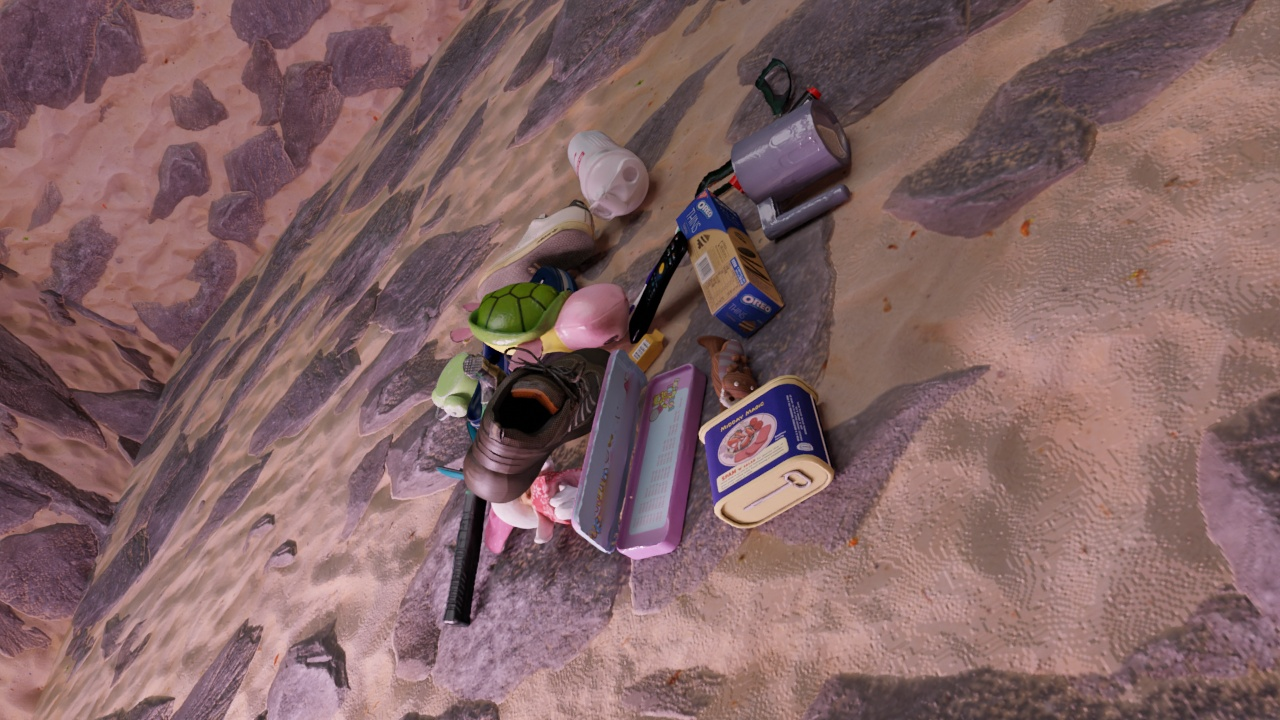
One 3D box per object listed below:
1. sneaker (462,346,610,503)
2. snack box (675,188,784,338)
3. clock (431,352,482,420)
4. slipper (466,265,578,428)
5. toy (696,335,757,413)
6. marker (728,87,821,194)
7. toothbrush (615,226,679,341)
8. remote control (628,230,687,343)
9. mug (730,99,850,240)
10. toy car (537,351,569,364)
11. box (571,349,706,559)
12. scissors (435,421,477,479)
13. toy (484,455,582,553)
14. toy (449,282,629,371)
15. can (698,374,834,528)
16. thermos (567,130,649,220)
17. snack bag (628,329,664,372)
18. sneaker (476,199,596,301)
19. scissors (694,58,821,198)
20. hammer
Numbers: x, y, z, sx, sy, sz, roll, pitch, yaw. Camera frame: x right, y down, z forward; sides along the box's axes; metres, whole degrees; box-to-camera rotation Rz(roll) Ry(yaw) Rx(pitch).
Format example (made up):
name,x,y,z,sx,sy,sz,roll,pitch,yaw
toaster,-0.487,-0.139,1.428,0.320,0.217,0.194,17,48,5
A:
name,x,y,z,sx,sy,sz,roll,pitch,yaw
sneaker,-0.098,0.028,0.966,0.237,0.101,0.143,-47,-19,-43
snack box,0.095,-0.114,1.021,0.057,0.056,0.206,-44,34,22
clock,-0.272,0.037,1.381,0.094,0.042,0.119,17,75,58
slipper,-0.172,-0.023,1.260,0.105,0.095,0.252,13,75,59
toy,0.089,0.010,0.930,0.055,0.041,0.101,126,148,-46
marker,0.161,-0.261,1.089,0.023,0.021,0.145,45,102,19
toothbrush,0.017,-0.103,1.154,0.016,0.015,0.186,24,81,54
remote control,0.020,-0.083,1.075,0.041,0.020,0.152,-96,26,-47
mug,0.169,-0.208,1.002,0.104,0.083,0.123,-25,66,36
toy car,-0.118,0.005,1.215,0.113,0.039,0.039,-49,11,11
box,-0.006,0.085,0.934,0.089,0.092,0.213,-22,44,42
scissors,-0.232,0.142,1.241,0.125,0.019,0.155,-33,44,22
toy,-0.122,0.150,1.034,0.195,0.084,0.159,4,92,52
toy,-0.127,-0.052,1.141,0.238,0.088,0.189,2,27,23
can,0.111,0.083,0.816,0.116,0.056,0.092,-36,37,27
thermos,-0.053,-0.278,1.347,0.099,0.099,0.220,-48,27,10
snack bag,-0.006,0.006,1.078,0.099,0.020,0.026,-52,40,5
sneaker,-0.156,-0.161,1.359,0.242,0.089,0.102,-29,45,37
scissors,0.140,-0.290,1.163,0.202,0.015,0.201,-36,39,27
hammer,-0.198,0.161,1.122,0.032,0.130,0.318,-3,65,19
